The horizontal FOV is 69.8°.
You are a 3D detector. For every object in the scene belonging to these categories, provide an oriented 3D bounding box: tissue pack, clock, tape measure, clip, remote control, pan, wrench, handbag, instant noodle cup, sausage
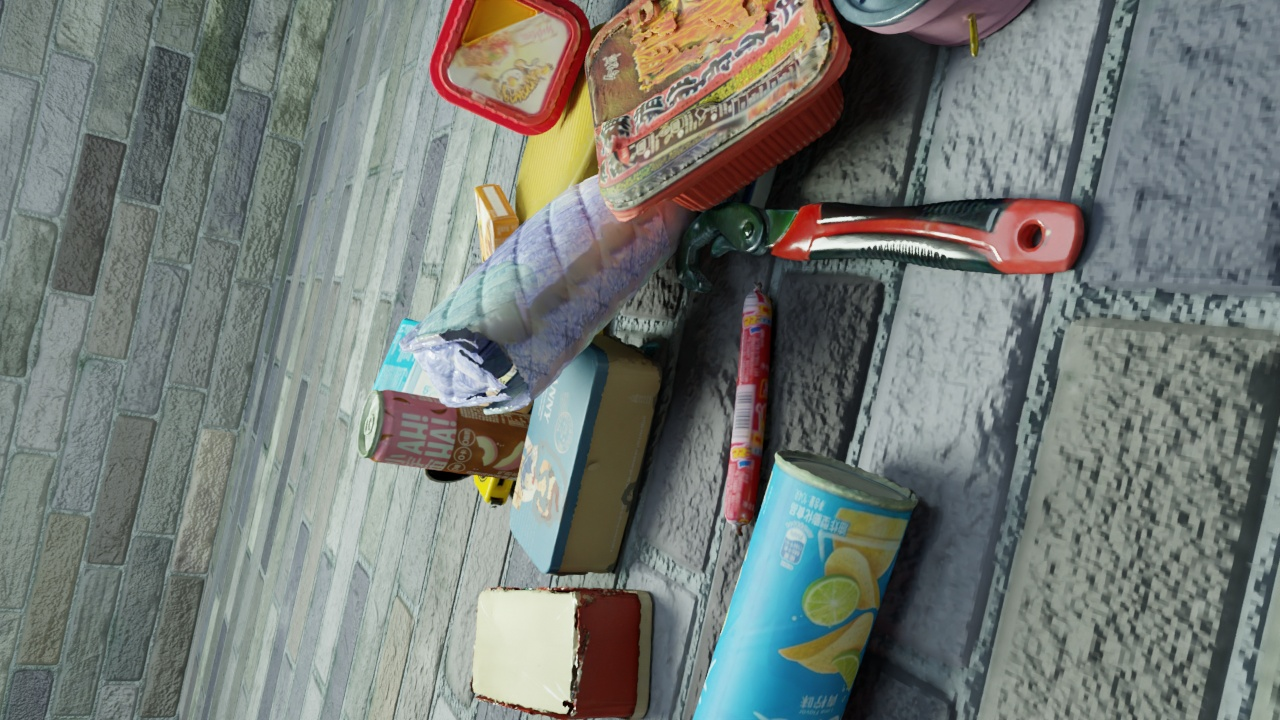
[{"bbox_3d":[-0.201,0.027,0.879,0.063,0.090,0.139,70,-147,-62],"label":"tissue pack"},{"bbox_3d":[0.147,-0.226,0.467,0.117,0.059,0.158,-61,35,28],"label":"clock"},{"bbox_3d":[-0.132,0.099,0.853,0.060,0.029,0.057,39,114,58],"label":"tape measure"},{"bbox_3d":[-0.004,0.004,0.685,0.054,0.013,0.033,-3,76,58],"label":"clip"},{"bbox_3d":[0.050,-0.124,0.629,0.125,0.024,0.049,32,106,58],"label":"remote control"},{"bbox_3d":[-0.046,-0.115,0.773,0.198,0.078,0.356,-26,51,57],"label":"pan"},{"bbox_3d":[0.107,-0.065,0.496,0.274,0.016,0.056,6,90,54],"label":"wrench"},{"bbox_3d":[-0.058,-0.049,0.611,0.134,0.075,0.193,-8,35,52],"label":"handbag"},{"bbox_3d":[-0.114,-0.268,0.802,0.124,0.116,0.116,-117,49,-71],"label":"instant noodle cup"},{"bbox_3d":[0.066,0.027,0.549,0.020,0.020,0.155,-13,67,58],"label":"sausage"},{"bbox_3d":[0.047,-0.174,0.563,0.165,0.079,0.188,-29,49,27],"label":"instant noodle cup"}]

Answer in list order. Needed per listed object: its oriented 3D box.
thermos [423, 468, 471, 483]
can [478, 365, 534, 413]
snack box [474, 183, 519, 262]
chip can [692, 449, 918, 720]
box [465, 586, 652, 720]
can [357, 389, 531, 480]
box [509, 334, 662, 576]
[{"bbox_3d":[-0.209,0.052,0.950,0.093,0.093,0.143,-56,43,32],"label":"thermos"},{"bbox_3d":[-0.113,0.009,0.823,0.117,0.058,0.058,-59,34,30],"label":"can"},{"bbox_3d":[-0.130,-0.080,0.860,0.075,0.026,0.154,-121,25,-49],"label":"snack box"},{"bbox_3d":[0.067,0.153,0.445,0.071,0.071,0.210,28,104,60],"label":"chip can"},{"bbox_3d":[-0.068,0.203,0.655,0.169,0.076,0.091,-21,62,55],"label":"box"},{"bbox_3d":[-0.149,0.062,0.745,0.058,0.147,0.057,-30,54,53],"label":"can"},{"bbox_3d":[-0.041,0.059,0.665,0.090,0.059,0.184,30,113,57],"label":"box"}]
